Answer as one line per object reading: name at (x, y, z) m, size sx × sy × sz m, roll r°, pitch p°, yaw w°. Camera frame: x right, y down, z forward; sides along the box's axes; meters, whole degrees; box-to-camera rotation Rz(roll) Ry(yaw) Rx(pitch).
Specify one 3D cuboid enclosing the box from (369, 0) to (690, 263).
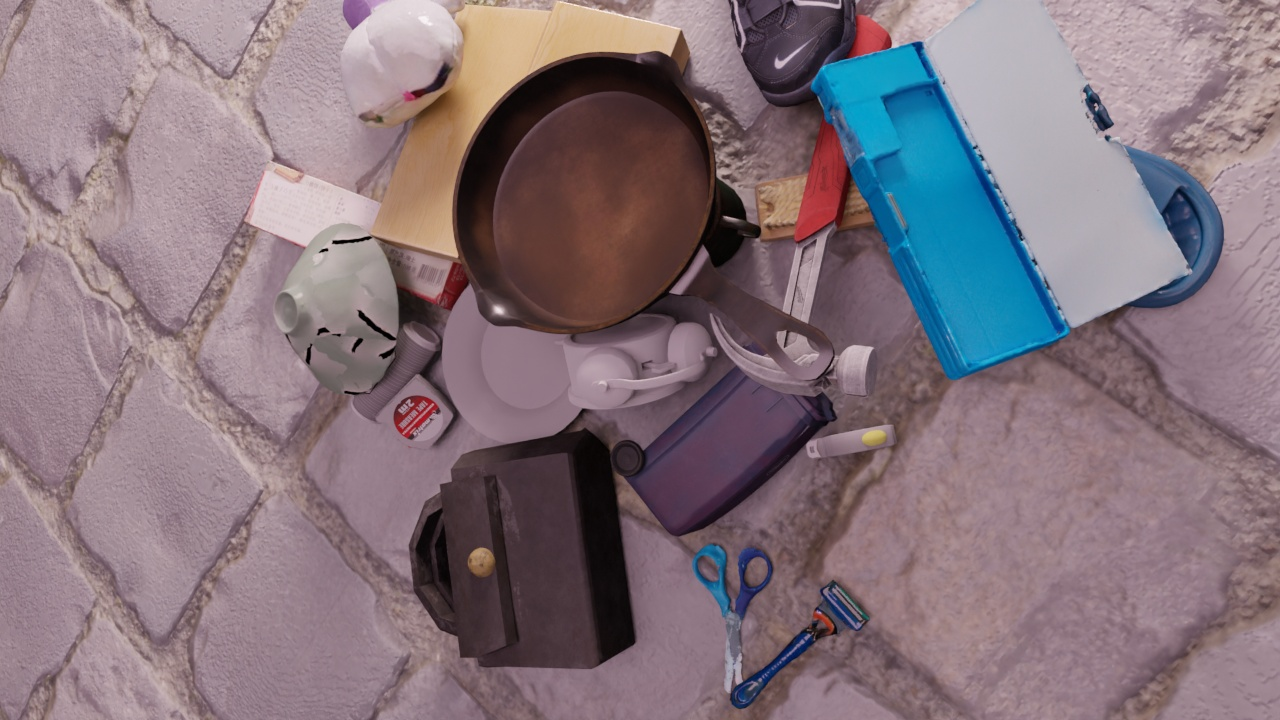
box at (-0.109, -0.199, 0.839) m, size 0.257 × 0.076 × 0.247 m, roll 17°, pitch 84°, yaw 30°

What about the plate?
plate at (-0.112, -0.007, 0.873) m, size 0.173 × 0.019 × 0.172 m, roll -1°, pitch 88°, yaw 24°

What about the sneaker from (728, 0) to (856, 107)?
sneaker at (0.086, -0.328, 0.709) m, size 0.097 × 0.150 × 0.252 m, roll -22°, pitch 69°, yaw 25°

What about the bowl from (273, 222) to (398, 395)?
bowl at (-0.313, -0.049, 0.886) m, size 0.174 × 0.067 × 0.174 m, roll 5°, pitch 98°, yaw 37°

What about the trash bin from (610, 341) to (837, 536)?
trash bin at (0.071, 0.061, 0.749) m, size 0.161 × 0.093 × 0.092 m, roll -44°, pitch 72°, yaw 14°

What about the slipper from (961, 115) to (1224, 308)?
slipper at (0.312, -0.121, 0.664) m, size 0.214 × 0.059 × 0.104 m, roll 35°, pitch 100°, yaw 23°

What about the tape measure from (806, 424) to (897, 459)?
tape measure at (0.167, 0.064, 0.720) m, size 0.065 × 0.064 × 0.016 m, roll -13°, pitch 83°, yaw 19°

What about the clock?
clock at (-0.005, 0.004, 0.757) m, size 0.159 × 0.119 × 0.061 m, roll 24°, pitch 128°, yaw 63°

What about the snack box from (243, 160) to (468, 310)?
snack box at (-0.290, -0.130, 0.947) m, size 0.273 × 0.044 × 0.076 m, roll 22°, pitch 91°, yaw 23°

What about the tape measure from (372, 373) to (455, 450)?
tape measure at (-0.220, 0.053, 0.905) m, size 0.060 × 0.020 × 0.062 m, roll -44°, pitch 104°, yaw 9°

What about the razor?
razor at (0.124, 0.240, 0.758) m, size 0.141 × 0.018 × 0.044 m, roll -47°, pitch 75°, yaw 17°

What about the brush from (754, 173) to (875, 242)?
brush at (0.149, -0.131, 0.747) m, size 0.117 × 0.039 × 0.049 m, roll -7°, pitch 84°, yaw 20°

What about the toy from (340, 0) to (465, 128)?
toy at (-0.232, -0.316, 0.875) m, size 0.138 × 0.085 × 0.209 m, roll -36°, pitch 50°, yaw 19°

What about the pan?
pan at (0.004, -0.093, 0.710) m, size 0.356 × 0.043 × 0.249 m, roll 38°, pitch 97°, yaw 23°

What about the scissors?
scissors at (0.083, 0.223, 0.780) m, size 0.073 × 0.016 × 0.134 m, roll -6°, pitch 87°, yaw 22°

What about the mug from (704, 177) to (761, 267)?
mug at (0.052, -0.117, 0.767) m, size 0.111 × 0.081 × 0.085 m, roll 16°, pitch 94°, yaw 24°

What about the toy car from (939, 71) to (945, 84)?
toy car at (0.219, -0.180, 0.718) m, size 0.025 × 0.038 × 0.089 m, roll 10°, pitch 92°, yaw 22°

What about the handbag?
handbag at (-0.125, 0.175, 0.827) m, size 0.200 × 0.102 × 0.197 m, roll -11°, pitch 83°, yaw 24°

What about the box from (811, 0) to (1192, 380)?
box at (0.242, -0.126, 0.647) m, size 0.167 × 0.075 × 0.243 m, roll -25°, pitch 77°, yaw 16°

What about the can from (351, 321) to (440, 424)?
can at (-0.245, 0.012, 0.919) m, size 0.044 × 0.044 × 0.107 m, roll 44°, pitch 105°, yaw 19°

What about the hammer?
hammer at (0.140, -0.127, 0.707) m, size 0.126 × 0.036 × 0.315 m, roll 7°, pitch 73°, yaw 28°
